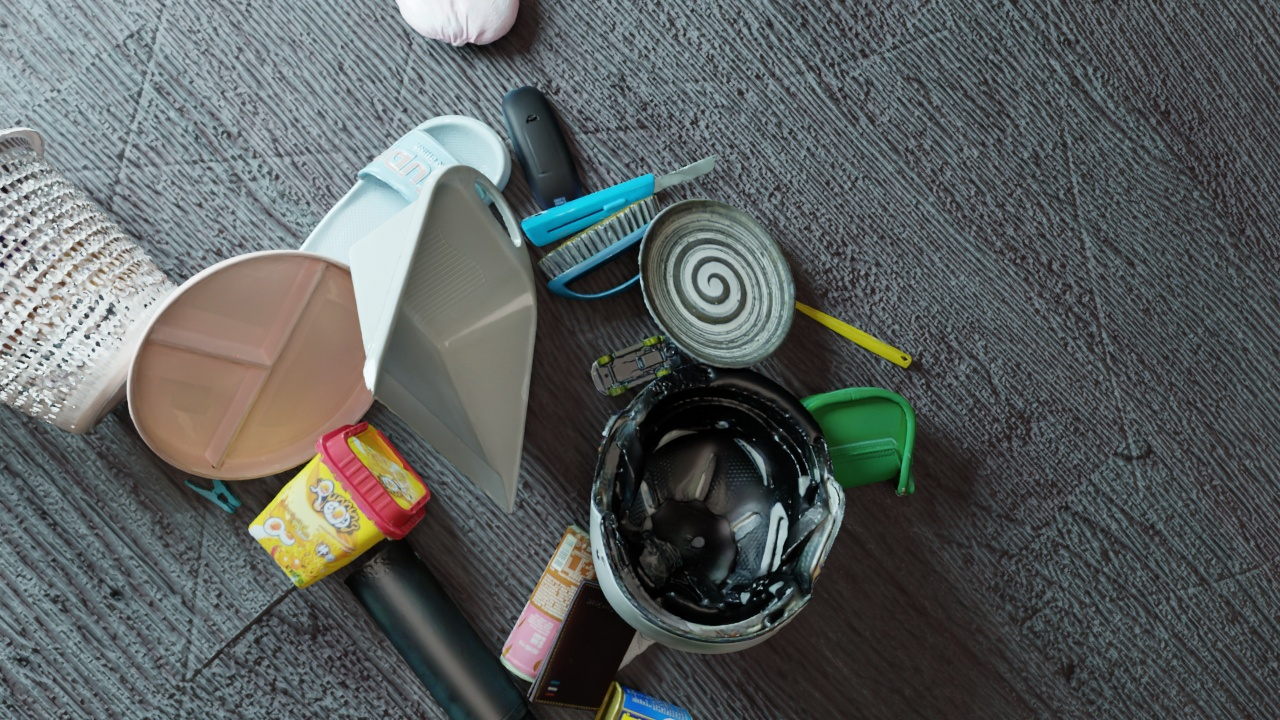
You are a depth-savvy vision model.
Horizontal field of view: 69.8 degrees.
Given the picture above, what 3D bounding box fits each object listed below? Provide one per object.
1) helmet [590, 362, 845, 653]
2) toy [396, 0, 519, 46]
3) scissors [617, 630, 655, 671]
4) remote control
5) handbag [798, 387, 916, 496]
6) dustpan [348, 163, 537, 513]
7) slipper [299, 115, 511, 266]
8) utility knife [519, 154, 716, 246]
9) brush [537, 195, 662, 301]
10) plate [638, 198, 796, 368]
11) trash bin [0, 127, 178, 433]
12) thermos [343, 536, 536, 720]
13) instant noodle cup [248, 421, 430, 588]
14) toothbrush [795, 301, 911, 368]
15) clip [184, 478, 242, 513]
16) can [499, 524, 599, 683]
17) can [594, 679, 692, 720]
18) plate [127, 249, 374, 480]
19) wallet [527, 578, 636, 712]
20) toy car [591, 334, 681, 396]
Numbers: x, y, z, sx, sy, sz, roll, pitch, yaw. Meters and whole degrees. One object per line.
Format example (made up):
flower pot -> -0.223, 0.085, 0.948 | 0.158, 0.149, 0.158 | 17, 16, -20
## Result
helmet -> 0.058, 0.151, 0.857 | 0.230, 0.157, 0.273 | 18, 49, -2
toy -> -0.183, -0.389, 0.906 | 0.121, 0.054, 0.159 | -6, 89, -15
scissors -> 0.018, 0.253, 0.928 | 0.202, 0.015, 0.204 | 11, 87, -8
remote control -> -0.099, -0.214, 0.926 | 0.053, 0.024, 0.136 | -22, 91, -8
handbag -> 0.213, 0.088, 0.934 | 0.131, 0.068, 0.120 | -10, 90, -8
dustpan -> -0.145, -0.042, 0.808 | 0.142, 0.223, 0.257 | -32, 51, 1
slipper -> -0.234, -0.146, 0.879 | 0.245, 0.074, 0.104 | -44, 93, -6
utility knife -> -0.018, -0.167, 0.934 | 0.216, 0.018, 0.034 | -24, 130, -10
brush -> -0.028, -0.104, 0.915 | 0.143, 0.055, 0.073 | -31, 90, -9
plate -> 0.075, -0.075, 0.908 | 0.179, 0.024, 0.179 | 8, 70, -23
trash bin -> -0.509, -0.050, 0.780 | 0.192, 0.228, 0.227 | 39, 83, -17
thermos -> -0.184, 0.286, 0.867 | 0.068, 0.090, 0.242 | -35, 87, -42
instant noodle cup -> -0.279, 0.136, 0.848 | 0.124, 0.116, 0.116 | -39, 94, 3
toothbrush -> 0.202, -0.040, 0.964 | 0.190, 0.017, 0.015 | 27, 81, -6
clip -> -0.404, 0.123, 0.875 | 0.055, 0.013, 0.038 | 41, 84, -5
can -> -0.078, 0.236, 0.892 | 0.058, 0.058, 0.147 | 29, 84, -6
can -> -0.005, 0.378, 0.898 | 0.083, 0.057, 0.102 | 23, 85, -9
plate -> -0.330, 0.004, 0.811 | 0.229, 0.229, 0.028 | -47, 52, -7
wallet -> -0.048, 0.274, 0.880 | 0.096, 0.020, 0.122 | 29, 85, -44
toy car -> -0.006, 0.005, 0.924 | 0.090, 0.035, 0.042 | -22, 89, -8
